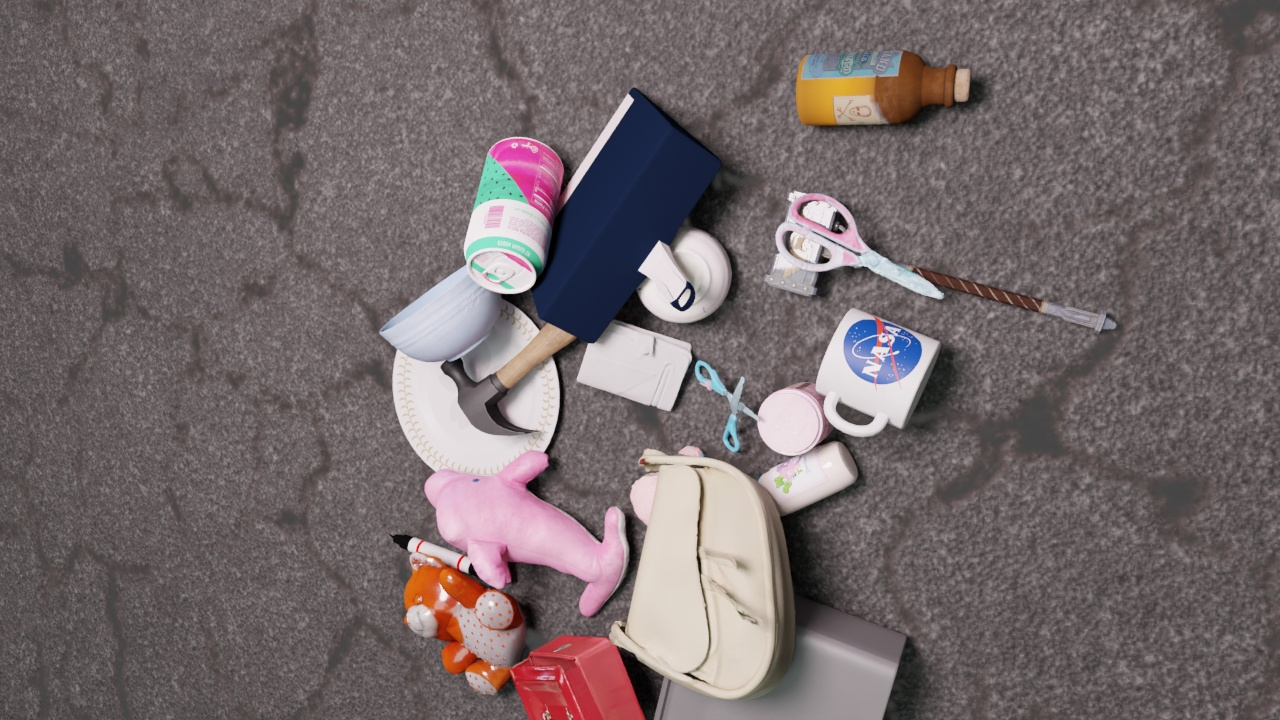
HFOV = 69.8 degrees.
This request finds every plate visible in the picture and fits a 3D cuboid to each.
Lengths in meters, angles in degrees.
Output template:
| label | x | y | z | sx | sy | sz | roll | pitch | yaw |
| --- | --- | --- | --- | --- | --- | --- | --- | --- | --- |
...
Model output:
| label | x | y | z | sx | sy | sz | roll | pitch | yaw |
| --- | --- | --- | --- | --- | --- | --- | --- | --- | --- |
| plate | -0.204 | 0.036 | 1.132 | 0.243 | 0.016 | 0.242 | 3 | 97 | 24 |

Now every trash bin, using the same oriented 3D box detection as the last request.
| label | x | y | z | sx | sy | sz | roll | pitch | yaw |
| --- | --- | --- | --- | --- | --- | --- | --- | --- | --- |
| trash bin | 0.144 | 0.344 | 0.967 | 0.220 | 0.097 | 0.192 | 17 | 102 | 20 |

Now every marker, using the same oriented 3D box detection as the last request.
| label | x | y | z | sx | sy | sz | roll | pitch | yaw |
| --- | --- | --- | --- | --- | --- | --- | --- | --- | --- |
| marker | -0.265 | 0.247 | 1.181 | 0.146 | 0.019 | 0.019 | 14 | 101 | 22 |

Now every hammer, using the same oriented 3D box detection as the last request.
| label | x | y | z | sx | sy | sz | roll | pitch | yaw |
| --- | --- | --- | --- | --- | --- | --- | --- | --- | --- |
| hammer | 0.288 | -0.079 | 0.890 | 0.322 | 0.044 | 0.098 | 18 | 103 | 19 |
| hammer | -0.088 | -0.030 | 1.049 | 0.306 | 0.040 | 0.132 | -39 | 77 | 16 |

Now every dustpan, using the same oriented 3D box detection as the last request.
| label | x | y | z | sx | sy | sz | roll | pitch | yaw |
| --- | --- | --- | --- | --- | --- | --- | --- | --- | --- |
| dustpan | -0.014 | -0.133 | 0.954 | 0.080 | 0.273 | 0.237 | 28 | 109 | -26 |

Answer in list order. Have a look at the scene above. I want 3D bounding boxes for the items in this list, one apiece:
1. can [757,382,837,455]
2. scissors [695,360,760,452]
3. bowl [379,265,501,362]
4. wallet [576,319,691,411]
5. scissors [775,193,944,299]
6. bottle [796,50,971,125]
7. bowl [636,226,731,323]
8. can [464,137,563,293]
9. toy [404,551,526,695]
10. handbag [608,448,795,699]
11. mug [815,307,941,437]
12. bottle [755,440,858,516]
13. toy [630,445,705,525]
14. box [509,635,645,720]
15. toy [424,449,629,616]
| label | x | y | z | sx | sy | sz | roll | pitch | yaw |
| --- | --- | --- | --- | --- | --- | --- | --- | --- | --- |
| can | 0.161 | 0.058 | 0.938 | 0.067 | 0.076 | 0.067 | 3 | 96 | 24 |
| scissors | 0.094 | 0.055 | 0.968 | 0.015 | 0.136 | 0.126 | -19 | 114 | -13 |
| bowl | -0.216 | -0.047 | 1.050 | 0.151 | 0.150 | 0.075 | -29 | 106 | 24 |
| wallet | -0.006 | 0.006 | 1.010 | 0.116 | 0.032 | 0.086 | 14 | 109 | -5 |
| scissors | 0.215 | -0.098 | 0.888 | 0.174 | 0.017 | 0.077 | 30 | 102 | 10 |
| bottle | 0.233 | -0.261 | 0.878 | 0.157 | 0.067 | 0.068 | 5 | 98 | 24 |
| bowl | 0.044 | -0.089 | 0.972 | 0.105 | 0.054 | 0.105 | 1 | 102 | 5 |
| can | -0.138 | -0.161 | 1.004 | 0.088 | 0.088 | 0.165 | -11 | 53 | 25 |
| toy | -0.224 | 0.314 | 1.128 | 0.172 | 0.092 | 0.164 | 24 | 127 | 24 |
| handbag | 0.056 | 0.202 | 0.890 | 0.184 | 0.132 | 0.228 | 5 | 74 | 24 |
| mug | 0.224 | 0.019 | 0.889 | 0.090 | 0.091 | 0.121 | 25 | 70 | 20 |
| bottle | 0.154 | 0.134 | 0.964 | 0.146 | 0.051 | 0.051 | -30 | 83 | 24 |
| toy | 0.050 | 0.150 | 1.015 | 0.108 | 0.053 | 0.105 | 38 | 98 | 16 |
| box | -0.074 | 0.389 | 1.038 | 0.159 | 0.086 | 0.129 | -29 | 81 | 59 |
| toy | -0.145 | 0.208 | 1.063 | 0.266 | 0.127 | 0.187 | 22 | 114 | 8 |
